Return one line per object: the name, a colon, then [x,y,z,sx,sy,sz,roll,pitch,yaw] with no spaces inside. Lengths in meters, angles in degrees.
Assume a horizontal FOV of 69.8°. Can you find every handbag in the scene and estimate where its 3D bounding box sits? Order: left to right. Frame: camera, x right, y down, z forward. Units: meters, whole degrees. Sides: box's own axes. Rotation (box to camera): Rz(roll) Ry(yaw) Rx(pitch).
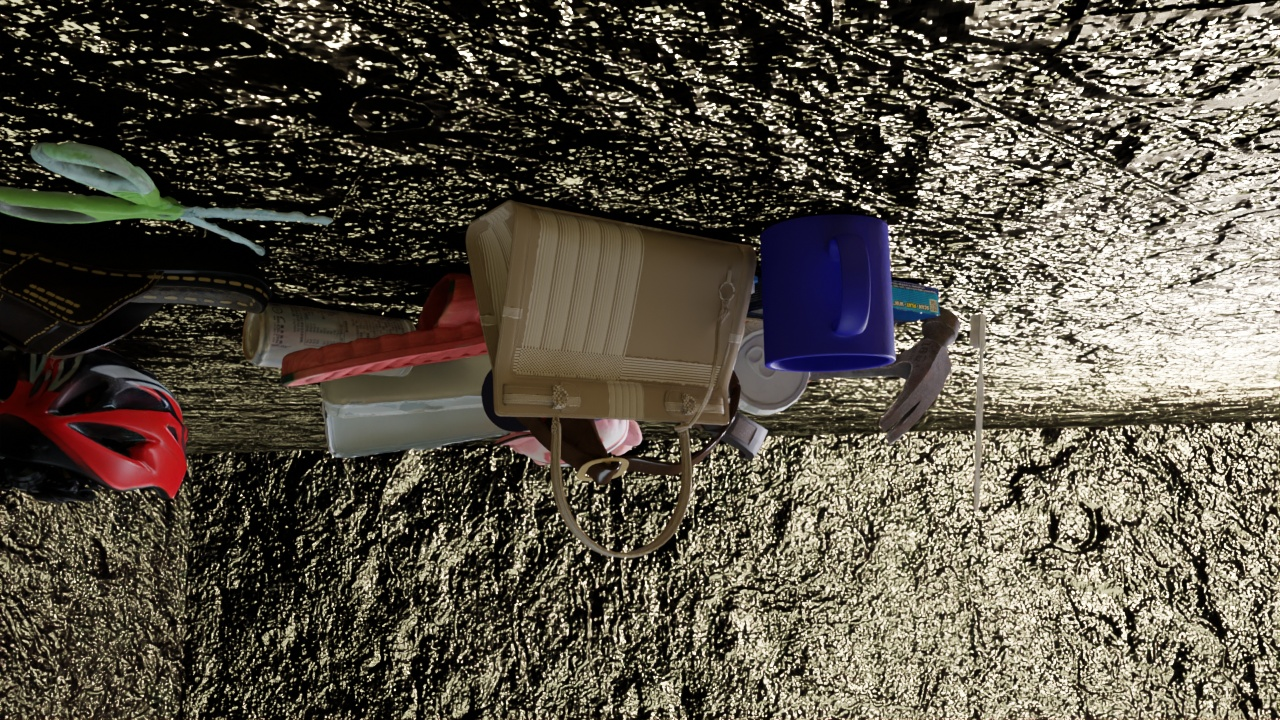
handbag: [-0.013,0.018,0.555,0.175,0.197,0.062,5,170,-35]
handbag: [-0.007,0.016,0.621,0.166,0.138,0.063,-26,154,-41]

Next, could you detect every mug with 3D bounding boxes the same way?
mug: [0.116,-0.041,0.556,0.079,0.083,0.111,-1,172,-2]

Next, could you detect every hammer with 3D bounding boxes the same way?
hammer: [0.006,0.035,0.936,0.115,0.033,0.323,33,171,-34]
hammer: [0.135,0.018,0.883,0.315,0.137,0.035,-3,134,39]

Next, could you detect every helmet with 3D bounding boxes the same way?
helmet: [-0.581,0.071,0.949,0.217,0.166,0.272,15,162,-10]

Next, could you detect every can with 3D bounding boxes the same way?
can: [-0.265,-0.017,0.788,0.135,0.054,0.054,6,169,-41]
can: [0.095,0.002,0.793,0.078,0.078,0.136,0,-176,-6]

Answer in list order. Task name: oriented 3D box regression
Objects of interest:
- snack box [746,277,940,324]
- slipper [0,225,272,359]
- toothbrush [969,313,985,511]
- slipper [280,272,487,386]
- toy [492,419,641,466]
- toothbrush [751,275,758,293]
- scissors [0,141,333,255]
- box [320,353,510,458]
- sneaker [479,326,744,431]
snack box: [0.155,-0.047,0.721,0.150,0.027,0.082,4,170,-34]
slipper: [-0.367,-0.038,0.557,0.267,0.075,0.113,4,170,-30]
toothbrush: [0.307,0.046,0.841,0.010,0.181,0.010,12,169,-37]
slipper: [-0.141,-0.032,0.679,0.248,0.059,0.104,-13,179,-23]
toy: [-0.072,0.068,0.956,0.142,0.084,0.213,-8,174,3]
toothbrush: [0.011,-0.062,0.648,0.166,0.014,0.016,4,171,-26]
scissors: [-0.253,-0.081,0.486,0.171,0.023,0.168,-1,166,-16]
box: [-0.227,0.057,0.969,0.215,0.125,0.106,-2,-145,-21]
sneaker: [-0.006,0.005,0.779,0.233,0.091,0.118,-22,172,19]
